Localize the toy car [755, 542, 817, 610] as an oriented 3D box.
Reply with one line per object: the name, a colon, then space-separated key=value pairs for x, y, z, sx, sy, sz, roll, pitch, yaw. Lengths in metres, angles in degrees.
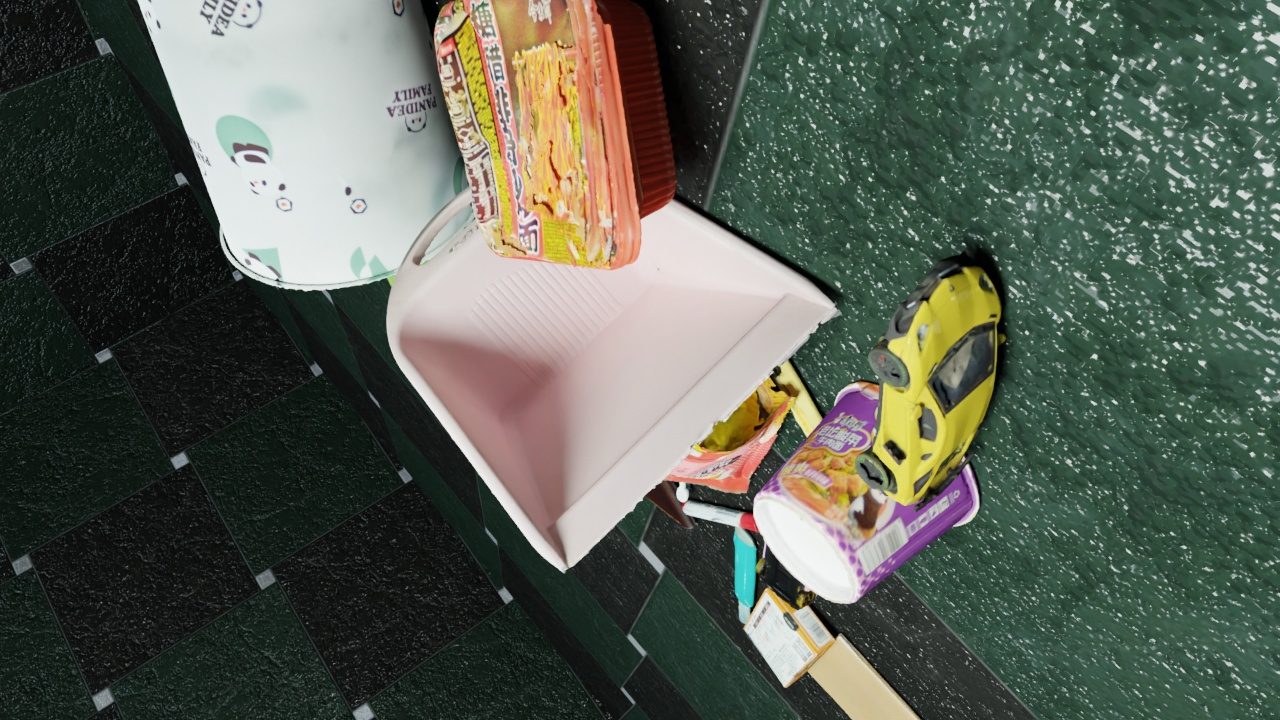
toy car: x=0.129 y=0.158 z=0.763 sx=0.056 sy=0.037 sz=0.123 roll=34 pitch=140 yaw=34

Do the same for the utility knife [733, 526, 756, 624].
utility knife: x=0.107 y=0.225 z=0.941 sx=0.029 sy=0.013 sz=0.206 roll=37 pitch=151 yaw=30

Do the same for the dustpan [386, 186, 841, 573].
dustpan: x=-0.055 y=-0.032 z=0.589 sx=0.139 sy=0.222 sz=0.273 roll=50 pitch=170 yaw=-27

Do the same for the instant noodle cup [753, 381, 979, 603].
instant noodle cup: x=0.130 y=0.086 z=0.561 sx=0.111 sy=0.099 sz=0.112 roll=45 pitch=159 yaw=22

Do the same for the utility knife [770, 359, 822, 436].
utility knife: x=0.119 y=0.044 z=0.639 sx=0.031 sy=0.018 sz=0.165 roll=-7 pitch=114 yaw=59

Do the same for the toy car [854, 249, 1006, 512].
toy car: x=0.146 y=0.016 z=0.455 sx=0.041 sy=0.071 sz=0.156 roll=38 pitch=154 yaw=36

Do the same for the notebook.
notebook: x=0.243 y=0.353 z=0.874 sx=0.207 sy=0.008 sz=0.148 roll=47 pitch=158 yaw=15

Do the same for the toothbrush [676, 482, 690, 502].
toothbrush: x=0.040 y=0.075 z=0.827 sx=0.027 sy=0.026 sz=0.221 roll=16 pitch=148 yaw=12

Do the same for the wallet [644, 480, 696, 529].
wallet: x=0.007 y=0.116 z=0.967 sx=0.096 sy=0.020 sz=0.122 roll=29 pitch=150 yaw=55

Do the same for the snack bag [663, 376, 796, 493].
snack bag: x=0.040 y=0.064 z=0.694 sx=0.208 sy=0.128 sz=0.073 roll=105 pitch=163 yaw=-66

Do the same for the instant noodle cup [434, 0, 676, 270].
instant noodle cup: x=-0.046 y=-0.143 z=0.545 sx=0.189 sy=0.079 sz=0.164 roll=16 pitch=121 yaw=54

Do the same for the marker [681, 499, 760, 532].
marker: x=0.078 y=0.147 z=0.875 sx=0.017 sy=0.017 sz=0.145 roll=57 pitch=158 yaw=-12

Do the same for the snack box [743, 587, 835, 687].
snack box: x=0.144 y=0.272 z=0.911 sx=0.075 sy=0.026 sz=0.154 roll=53 pitch=160 yaw=23

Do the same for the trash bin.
trash bin: x=-0.261 y=-0.224 z=0.721 sx=0.229 sy=0.229 sz=0.252 roll=38 pitch=149 yaw=33

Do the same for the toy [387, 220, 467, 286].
toy: x=-0.208 y=-0.106 z=0.915 sx=0.228 sy=0.089 sz=0.246 roll=-55 pitch=49 yaw=32
